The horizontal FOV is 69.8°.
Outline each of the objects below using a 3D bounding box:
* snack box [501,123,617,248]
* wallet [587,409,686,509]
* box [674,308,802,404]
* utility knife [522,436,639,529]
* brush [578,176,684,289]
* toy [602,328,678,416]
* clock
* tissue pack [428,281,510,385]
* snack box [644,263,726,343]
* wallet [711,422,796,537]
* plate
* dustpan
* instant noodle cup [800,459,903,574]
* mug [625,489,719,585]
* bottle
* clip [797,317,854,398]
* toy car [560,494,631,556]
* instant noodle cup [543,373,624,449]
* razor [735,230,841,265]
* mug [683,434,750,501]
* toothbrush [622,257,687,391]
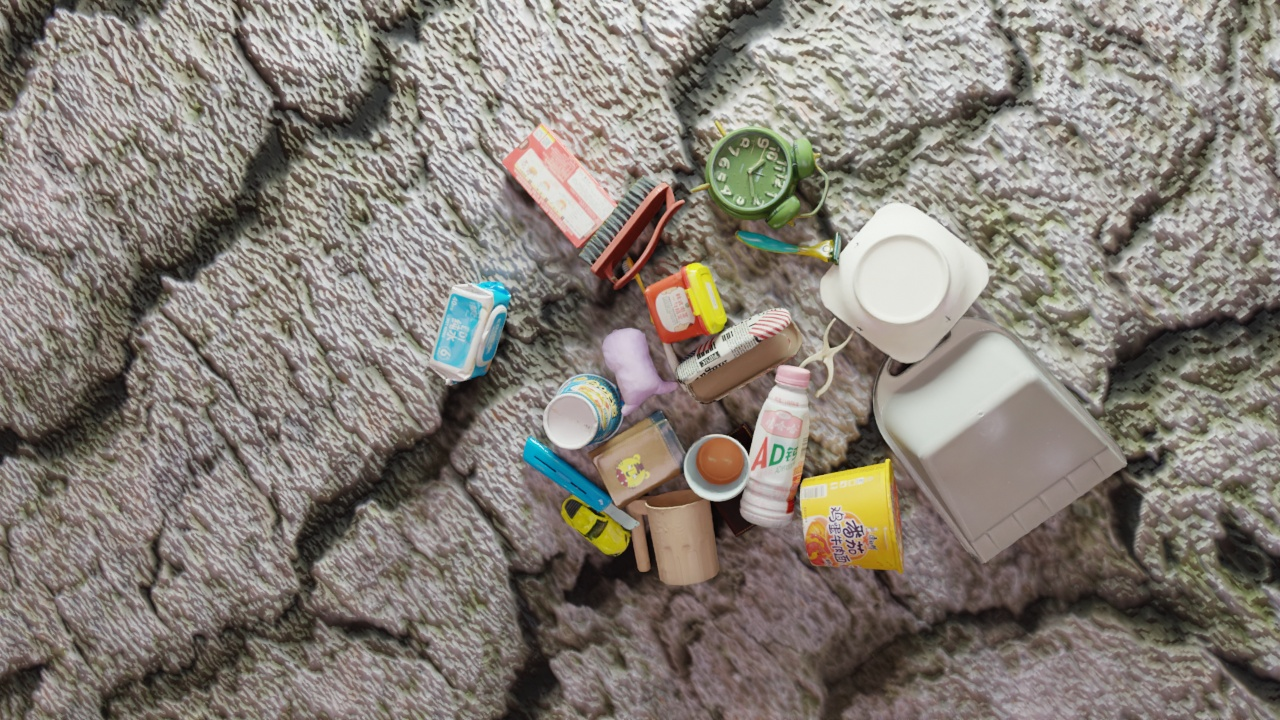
[{"bbox_3d":[-0.102,-0.227,1.193,0.075,0.025,0.153,-42,88,12],"label":"snack box"},{"bbox_3d":[0.000,0.128,1.195,0.115,0.033,0.090,-30,75,2],"label":"wallet"},{"bbox_3d":[0.119,-0.011,1.147,0.163,0.087,0.076,-29,73,11],"label":"box"},{"bbox_3d":[-0.080,0.167,1.218,0.191,0.018,0.034,33,101,16],"label":"utility knife"},{"bbox_3d":[-0.008,-0.163,1.162,0.069,0.063,0.146,38,94,9],"label":"brush"},{"bbox_3d":[-0.007,0.007,1.196,0.084,0.039,0.108,-25,88,-6],"label":"toy"},{"bbox_3d":[0.152,-0.227,1.134,0.161,0.056,0.116,20,100,7],"label":"clock"},{"bbox_3d":[-0.220,-0.037,1.202,0.063,0.090,0.140,20,98,8],"label":"tissue pack"},{"bbox_3d":[0.055,-0.069,1.157,0.080,0.081,0.091,-19,92,21],"label":"snack box"},{"bbox_3d":[0.131,0.156,1.197,0.096,0.020,0.122,-33,88,6],"label":"wallet"},{"bbox_3d":[0.317,-0.097,1.112,0.163,0.034,0.164,40,99,17],"label":"plate"},{"bbox_3d":[0.423,0.079,1.143,0.223,0.142,0.257,-39,118,11],"label":"dustpan"},{"bbox_3d":[0.259,0.195,1.126,0.110,0.137,0.138,-8,94,18],"label":"instant noodle cup"},{"bbox_3d":[0.039,0.229,1.197,0.125,0.084,0.103,-6,97,35],"label":"mug"},{"bbox_3d":[0.171,0.105,1.135,0.068,0.068,0.197,10,101,9],"label":"bottle"},{"bbox_3d":[0.241,0.006,1.156,0.104,0.034,0.083,-44,84,3],"label":"clip"},{"bbox_3d":[-0.061,0.219,1.224,0.105,0.032,0.048,36,100,16],"label":"toy car"},{"bbox_3d":[-0.078,0.070,1.178,0.099,0.109,0.099,1,95,10],"label":"instant noodle cup"},{"bbox_3d":[0.184,-0.146,1.151,0.132,0.028,0.043,9,67,7],"label":"razor"},{"bbox_3d":[0.097,0.125,1.131,0.078,0.122,0.078,0,90,7],"label":"mug"},{"bbox_3d":[0.019,-0.046,1.197,0.018,0.016,0.191,-23,91,22],"label":"toothbrush"}]
